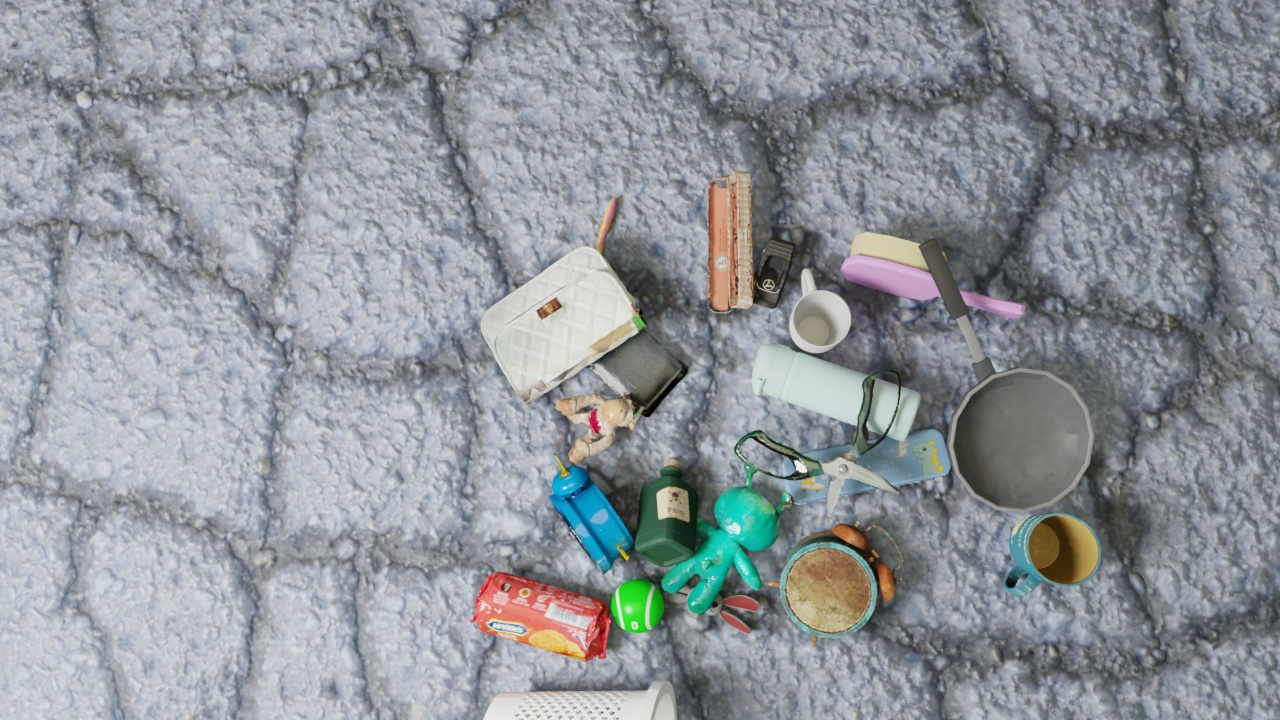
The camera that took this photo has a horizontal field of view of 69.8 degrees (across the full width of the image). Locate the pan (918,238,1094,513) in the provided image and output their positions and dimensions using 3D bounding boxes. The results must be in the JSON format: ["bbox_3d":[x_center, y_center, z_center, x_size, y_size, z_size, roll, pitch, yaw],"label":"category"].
[{"bbox_3d":[0.422,0.016,1.122,0.178,0.041,0.357,-26,95,0],"label":"pan"}]

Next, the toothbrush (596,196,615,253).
[{"bbox_3d":[-0.053,-0.156,1.233,0.016,0.021,0.135,13,84,-8],"label":"toothbrush"}]

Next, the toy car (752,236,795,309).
[{"bbox_3d":[0.170,-0.112,1.187,0.040,0.037,0.092,18,116,5],"label":"toy car"}]

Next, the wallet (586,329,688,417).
[{"bbox_3d":[-0.007,0.007,1.201,0.115,0.026,0.089,40,88,9],"label":"wallet"}]

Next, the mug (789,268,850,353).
[{"bbox_3d":[0.219,-0.061,1.162,0.071,0.089,0.107,-12,81,2],"label":"mug"}]

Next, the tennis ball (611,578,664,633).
[{"bbox_3d":[-0.003,0.304,1.135,0.065,0.065,0.065,-1,81,4],"label":"tennis ball"}]

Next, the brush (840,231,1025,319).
[{"bbox_3d":[0.371,-0.104,1.159,0.229,0.089,0.043,16,78,6],"label":"brush"}]

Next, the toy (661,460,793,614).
[{"bbox_3d":[0.109,0.222,1.132,0.130,0.072,0.193,37,80,18],"label":"toy"}]

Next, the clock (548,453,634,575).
[{"bbox_3d":[-0.069,0.186,1.133,0.060,0.117,0.161,-33,83,-9],"label":"clock"}]

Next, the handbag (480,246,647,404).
[{"bbox_3d":[-0.104,-0.049,1.182,0.195,0.072,0.139,-35,75,6],"label":"handbag"}]

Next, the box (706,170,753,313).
[{"bbox_3d":[0.118,-0.156,1.208,0.048,0.085,0.187,6,78,-28],"label":"box"}]

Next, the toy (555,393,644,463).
[{"bbox_3d":[-0.044,0.080,1.166,0.106,0.074,0.085,-17,72,7],"label":"toy"}]

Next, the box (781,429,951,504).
[{"bbox_3d":[0.284,0.133,1.156,0.209,0.037,0.065,-11,78,2],"label":"box"}]

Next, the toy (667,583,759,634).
[{"bbox_3d":[0.090,0.304,1.147,0.112,0.030,0.049,18,97,6],"label":"toy"}]

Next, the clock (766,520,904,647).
[{"bbox_3d":[0.245,0.263,1.119,0.158,0.073,0.121,-38,80,9],"label":"clock"}]

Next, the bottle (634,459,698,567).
[{"bbox_3d":[0.035,0.183,1.141,0.061,0.061,0.131,-29,39,36],"label":"bottle"}]

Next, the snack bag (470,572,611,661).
[{"bbox_3d":[-0.120,0.315,1.139,0.176,0.082,0.082,15,83,6],"label":"snack bag"}]

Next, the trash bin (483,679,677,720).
[{"bbox_3d":[-0.074,0.465,1.066,0.200,0.195,0.195,1,81,14],"label":"trash bin"}]

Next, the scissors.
[{"bbox_3d":[0.228,0.090,1.112,0.202,0.015,0.202,21,91,11],"label":"scissors"}]

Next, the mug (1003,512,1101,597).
[{"bbox_3d":[0.475,0.233,1.092,0.084,0.104,0.112,40,88,9],"label":"mug"}]

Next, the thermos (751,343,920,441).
[{"bbox_3d":[0.240,0.037,1.153,0.207,0.065,0.077,19,53,12],"label":"thermos"}]
